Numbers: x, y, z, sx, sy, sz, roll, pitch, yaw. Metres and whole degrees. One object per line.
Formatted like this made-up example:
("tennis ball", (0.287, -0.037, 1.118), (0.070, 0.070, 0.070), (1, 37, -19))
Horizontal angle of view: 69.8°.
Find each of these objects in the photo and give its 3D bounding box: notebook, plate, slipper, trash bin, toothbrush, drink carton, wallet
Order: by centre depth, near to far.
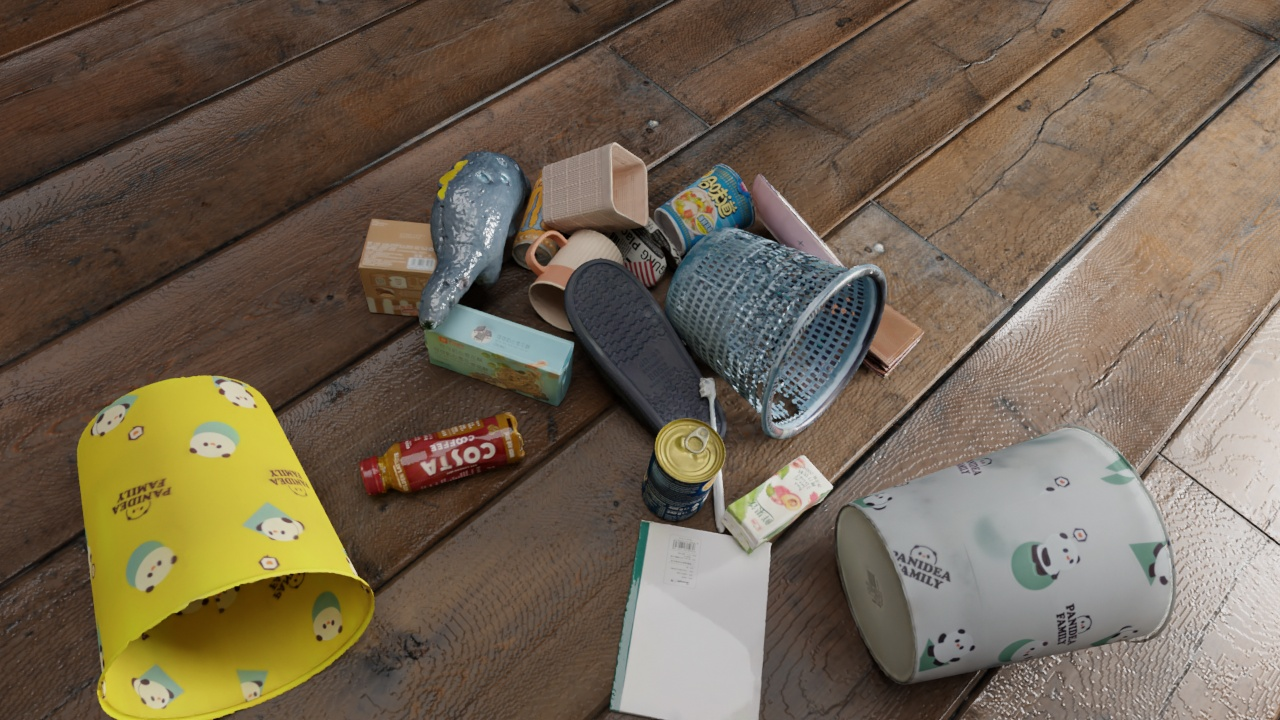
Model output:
("trash bin", (-0.407, 0.167, 0.867), (0.229, 0.230, 0.255), (-23, 57, -20))
("trash bin", (0.351, 0.205, 0.931), (0.251, 0.230, 0.229), (-14, 60, -8))
("notebook", (0.057, 0.276, 0.967), (0.150, 0.012, 0.208), (10, 56, 1))
("drink carton", (0.151, 0.161, 1.026), (0.122, 0.046, 0.053), (-29, 66, -29))
("toothbrush", (0.083, 0.106, 1.049), (0.016, 0.016, 0.180), (3, 73, -25))
("trash bin", (0.145, -0.051, 1.086), (0.195, 0.227, 0.226), (35, 59, 30))
("slipper", (-0.006, 0.006, 1.094), (0.110, 0.084, 0.268), (-35, 88, -31))
("wallet", (0.294, -0.044, 1.185), (0.124, 0.032, 0.101), (40, 50, 16))
("plate", (0.205, -0.158, 1.186), (0.039, 0.192, 0.192), (-42, 64, 14))

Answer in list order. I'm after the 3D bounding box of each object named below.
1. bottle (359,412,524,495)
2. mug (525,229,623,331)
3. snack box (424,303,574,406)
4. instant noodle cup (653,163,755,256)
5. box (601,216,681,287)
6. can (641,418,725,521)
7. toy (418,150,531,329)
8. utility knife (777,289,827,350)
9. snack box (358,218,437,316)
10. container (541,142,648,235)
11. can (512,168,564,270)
("bottle", (-0.219, 0.107, 1.017), (0.174, 0.058, 0.057), (-15, 60, -16))
("mug", (-0.089, -0.112, 1.147), (0.114, 0.082, 0.105), (44, 54, -18))
("snack box", (-0.166, -0.009, 1.087), (0.175, 0.074, 0.051), (18, 58, 5))
("instant noodle cup", (0.081, -0.196, 1.229), (0.109, 0.099, 0.099), (-30, 65, -15))
("box", (-0.021, -0.164, 1.215), (0.086, 0.076, 0.163), (-38, 71, -8))
("can", (0.045, 0.123, 1.006), (0.075, 0.111, 0.075), (4, 57, -6))
("toy", (-0.195, -0.175, 1.110), (0.091, 0.138, 0.355), (8, 41, 8))
("utility knife", (0.197, -0.072, 1.205), (0.029, 0.013, 0.174), (-28, 66, -24))
("snack box", (-0.286, -0.112, 1.127), (0.093, 0.095, 0.076), (5, 57, -4))
("container", (-0.060, -0.210, 1.160), (0.111, 0.090, 0.090), (-7, 78, 29))
("can", (-0.125, -0.191, 1.218), (0.058, 0.058, 0.145), (13, 57, 2))
